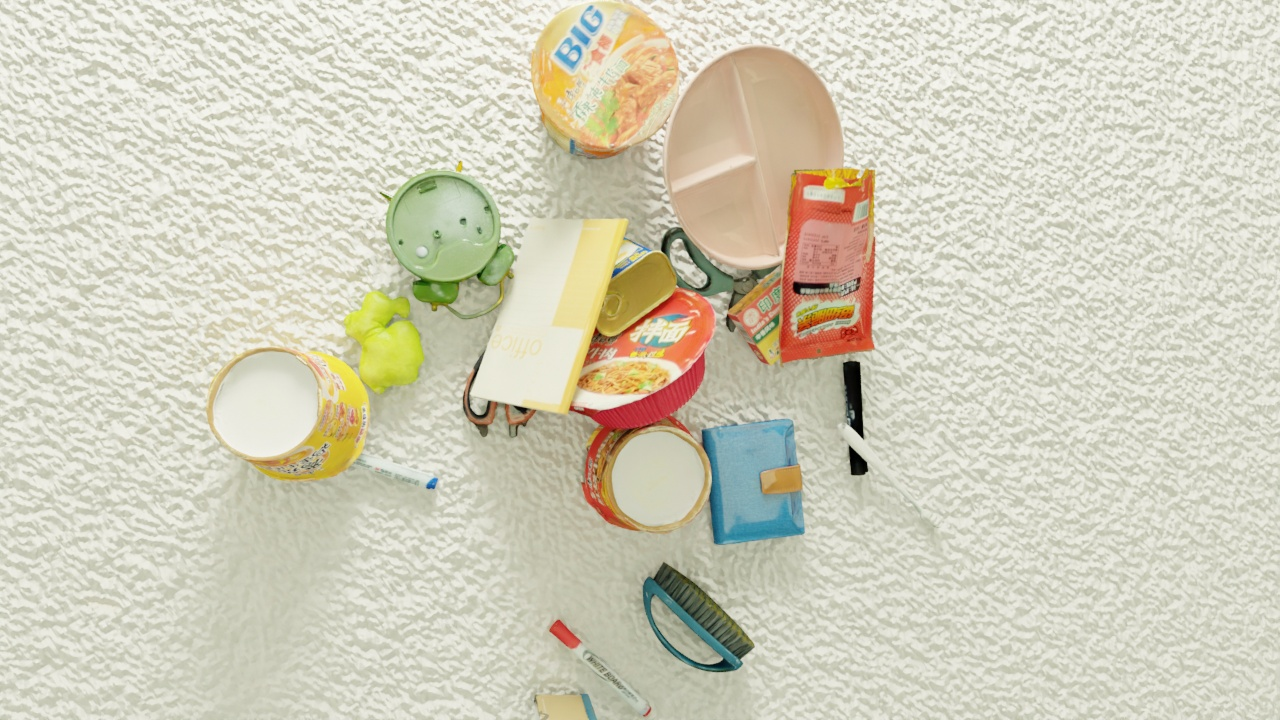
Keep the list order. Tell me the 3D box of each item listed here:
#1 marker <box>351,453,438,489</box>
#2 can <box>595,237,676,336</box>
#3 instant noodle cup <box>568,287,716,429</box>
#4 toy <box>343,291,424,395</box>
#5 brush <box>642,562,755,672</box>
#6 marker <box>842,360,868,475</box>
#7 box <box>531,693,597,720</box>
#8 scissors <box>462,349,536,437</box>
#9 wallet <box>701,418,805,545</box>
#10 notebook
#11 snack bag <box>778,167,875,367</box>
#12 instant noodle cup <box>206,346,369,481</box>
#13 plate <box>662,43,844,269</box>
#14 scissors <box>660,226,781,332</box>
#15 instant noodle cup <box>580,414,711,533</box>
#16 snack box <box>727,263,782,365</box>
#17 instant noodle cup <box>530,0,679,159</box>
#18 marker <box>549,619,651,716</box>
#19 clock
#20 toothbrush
[{"bbox_3d":[-0.285,0.108,0.965,0.145,0.017,0.017,19,86,-9],"label":"marker"},{"bbox_3d":[-0.026,-0.081,0.970,0.102,0.083,0.057,-37,123,-12],"label":"can"},{"bbox_3d":[-0.006,0.006,0.950,0.193,0.194,0.066,-30,124,-9],"label":"instant noodle cup"},{"bbox_3d":[-0.266,-0.019,0.963,0.100,0.031,0.096,42,86,-3],"label":"toy"},{"bbox_3d":[0.056,0.290,1.002,0.144,0.055,0.073,43,82,-7],"label":"brush"},{"bbox_3d":[0.248,0.066,1.056,0.022,0.020,0.132,-4,91,-27],"label":"marker"},{"bbox_3d":[-0.072,0.403,0.915,0.063,0.184,0.090,3,94,-13],"label":"box"},{"bbox_3d":[-0.119,-0.024,0.997,0.209,0.015,0.182,-35,94,-8],"label":"scissors"},{"bbox_3d":[0.127,0.136,1.027,0.106,0.040,0.133,-6,91,-5],"label":"wallet"},{"bbox_3d":[-0.095,-0.051,0.939,0.010,0.146,0.206,28,75,-46],"label":"notebook"},{"bbox_3d":[0.203,-0.100,0.987,0.128,0.073,0.208,-10,111,-24],"label":"snack bag"},{"bbox_3d":[-0.346,0.048,0.896,0.138,0.110,0.138,0,80,-2],"label":"instant noodle cup"},{"bbox_3d":[0.119,-0.211,0.965,0.229,0.028,0.229,-6,104,-28],"label":"plate"},{"bbox_3d":[0.107,-0.126,1.012,0.174,0.019,0.170,28,90,-25],"label":"scissors"},{"bbox_3d":[0.012,0.120,0.970,0.138,0.109,0.138,0,89,-10],"label":"instant noodle cup"},{"bbox_3d":[0.178,-0.074,1.032,0.155,0.027,0.077,-41,115,-8],"label":"snack box"},{"bbox_3d":[-0.043,-0.283,0.963,0.151,0.111,0.151,0,89,-10],"label":"instant noodle cup"},{"bbox_3d":[-0.043,0.338,1.004,0.145,0.017,0.017,45,82,-6],"label":"marker"},{"bbox_3d":[-0.198,-0.121,0.963,0.116,0.056,0.161,-24,93,-9],"label":"clock"},{"bbox_3d":[0.286,0.133,1.051,0.180,0.016,0.016,44,74,-15],"label":"toothbrush"}]
